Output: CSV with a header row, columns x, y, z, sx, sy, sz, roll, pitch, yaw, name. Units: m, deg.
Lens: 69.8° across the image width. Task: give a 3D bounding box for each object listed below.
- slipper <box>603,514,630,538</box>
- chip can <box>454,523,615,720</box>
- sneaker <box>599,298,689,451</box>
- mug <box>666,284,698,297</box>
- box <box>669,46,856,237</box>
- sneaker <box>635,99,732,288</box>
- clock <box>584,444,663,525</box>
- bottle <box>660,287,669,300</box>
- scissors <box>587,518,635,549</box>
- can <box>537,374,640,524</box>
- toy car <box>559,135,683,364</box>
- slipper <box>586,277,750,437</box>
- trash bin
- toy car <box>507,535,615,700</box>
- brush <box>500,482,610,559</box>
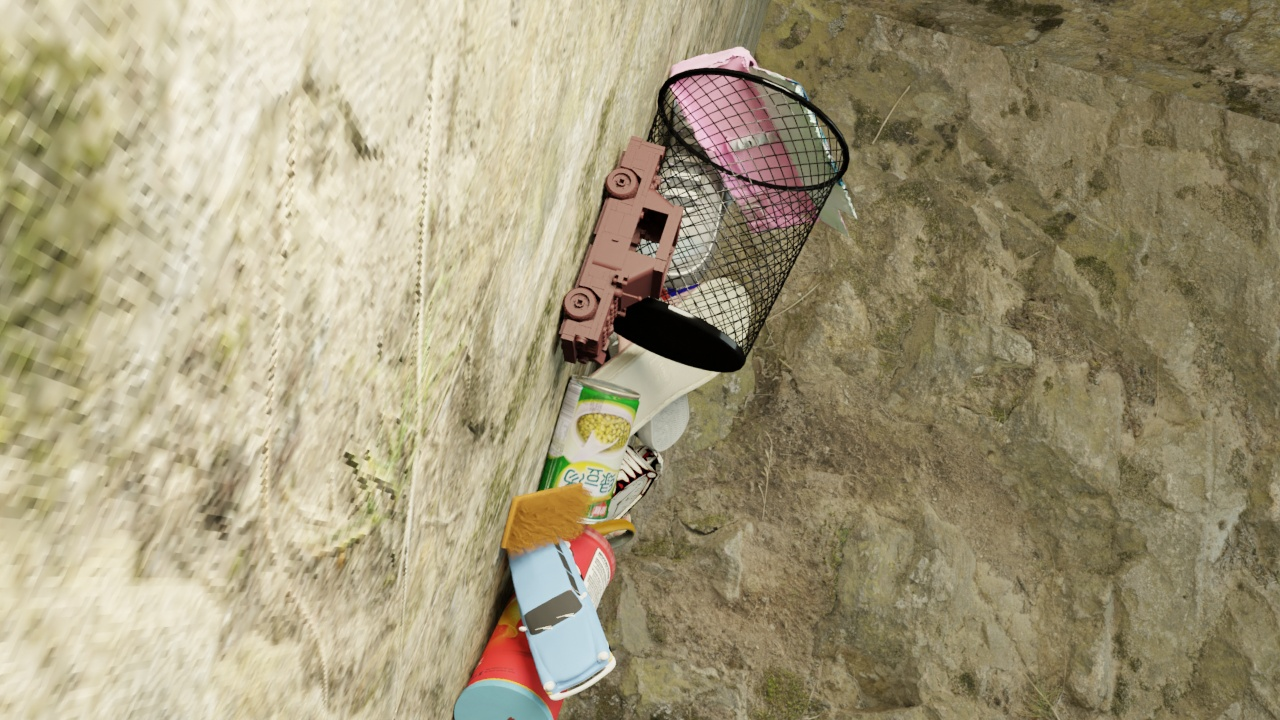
x,y,z,sx,sy,sz,roll,pitch,yaw,name
-0.051,0.217,1.282,0.093,0.081,0.198,-62,173,-66,slipper
-0.086,0.238,0.809,0.212,0.087,0.087,-66,172,-62,chip can
-0.006,0.006,1.040,0.089,0.087,0.236,-38,138,-27,sneaker
0.036,-0.074,1.220,0.111,0.083,0.079,-17,142,-39,mug
0.138,-0.209,0.912,0.061,0.161,0.230,-60,139,-18,box
0.050,-0.203,0.982,0.255,0.093,0.161,-68,166,-45,sneaker
-0.033,0.143,1.080,0.115,0.065,0.154,-52,160,23,clock
0.006,-0.049,1.133,0.062,0.062,0.137,52,55,-86,bottle
-0.061,0.190,1.001,0.175,0.016,0.226,-24,152,-22,scissors
-0.047,0.079,0.821,0.067,0.067,0.121,-33,139,-85,can
-0.010,-0.078,0.694,0.070,0.062,0.169,96,11,-73,toy car
0.018,-0.001,0.946,0.273,0.054,0.114,-36,129,-34,slipper
0.061,-0.114,0.815,0.184,0.184,0.210,93,19,-76,trash bin
-0.068,0.194,0.725,0.055,0.056,0.153,64,-4,-34,toy car
-0.060,0.124,0.746,0.126,0.017,0.048,-3,112,-55,brush
